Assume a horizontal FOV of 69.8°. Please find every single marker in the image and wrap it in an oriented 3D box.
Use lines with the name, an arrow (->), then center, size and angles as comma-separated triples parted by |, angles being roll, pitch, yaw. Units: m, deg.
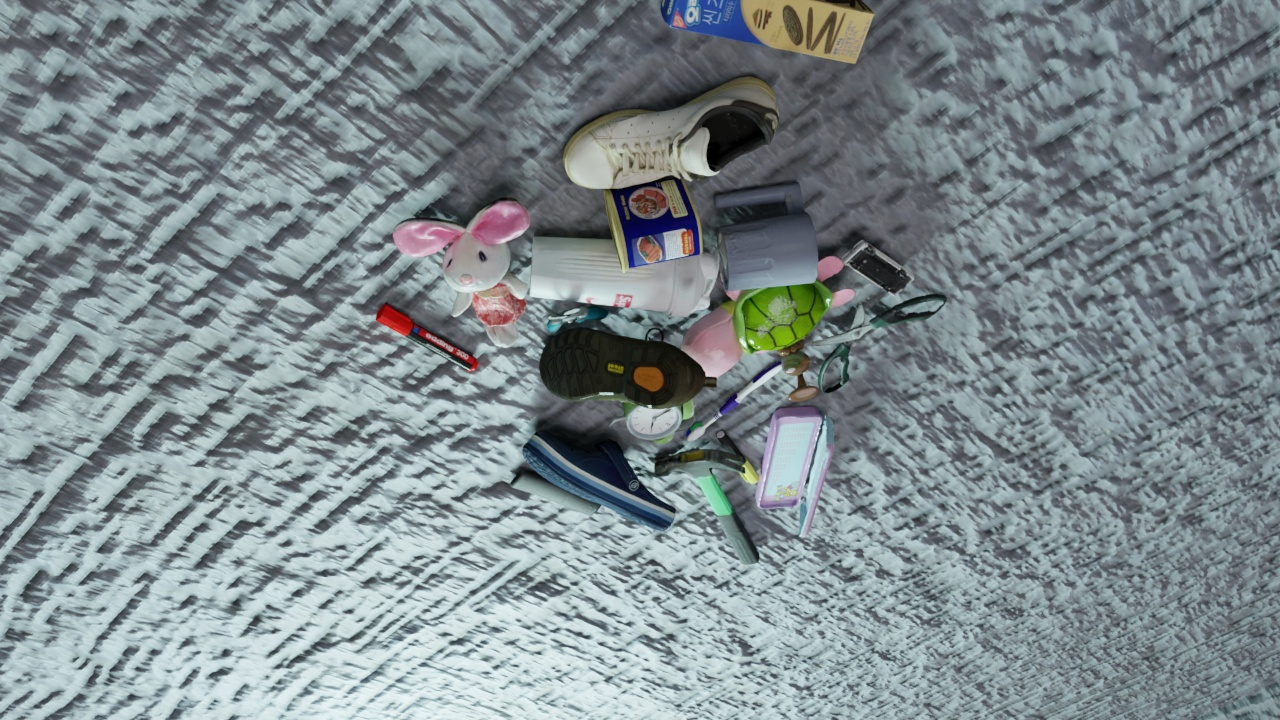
marker -> -0.269, -0.027, 1.170 | 0.145, 0.021, 0.023 | 33, 89, -32
marker -> 0.147, 0.149, 1.404 | 0.021, 0.017, 0.124 | -27, 129, 14

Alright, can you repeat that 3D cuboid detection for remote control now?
remote control -> -0.127, 0.204, 1.403 | 0.151, 0.020, 0.041 | 25, 122, -27

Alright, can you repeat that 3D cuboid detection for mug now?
mug -> 0.145, -0.145, 1.079 | 0.104, 0.124, 0.084 | -8, 169, -1

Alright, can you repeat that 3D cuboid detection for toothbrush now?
toothbrush -> 0.134, 0.059, 1.321 | 0.015, 0.016, 0.187 | 33, 117, -33

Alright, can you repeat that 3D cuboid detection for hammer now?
hammer -> 0.134, 0.240, 1.468 | 0.130, 0.032, 0.319 | -13, 136, 16

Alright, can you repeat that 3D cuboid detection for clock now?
clock -> 0.023, 0.073, 1.297 | 0.119, 0.042, 0.095 | 23, 125, -27

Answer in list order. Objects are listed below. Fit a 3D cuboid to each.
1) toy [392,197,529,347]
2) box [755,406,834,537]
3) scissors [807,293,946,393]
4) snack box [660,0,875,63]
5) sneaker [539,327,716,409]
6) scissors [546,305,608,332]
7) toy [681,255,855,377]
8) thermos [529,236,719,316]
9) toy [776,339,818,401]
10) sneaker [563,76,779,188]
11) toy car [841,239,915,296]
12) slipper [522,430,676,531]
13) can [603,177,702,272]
toy -> -0.187, -0.100, 1.075 | 0.159, 0.084, 0.194 | -7, 133, 7
box -> 0.239, 0.176, 1.394 | 0.089, 0.092, 0.215 | -3, 132, -8
scissors -> 0.317, -0.024, 1.265 | 0.201, 0.015, 0.202 | -13, 145, -11
snack box -> 0.127, -0.351, 0.922 | 0.206, 0.057, 0.056 | 6, 129, -15
sneaker -> -0.007, 0.007, 1.171 | 0.142, 0.238, 0.101 | 0, 97, -51
scissors -> -0.088, -0.052, 1.133 | 0.125, 0.019, 0.155 | -17, 176, 37
toy -> 0.158, -0.056, 1.175 | 0.238, 0.087, 0.190 | -24, 142, 5
thermos -> -0.022, -0.104, 1.102 | 0.220, 0.099, 0.100 | 4, 131, -7
toy -> 0.210, 0.006, 1.239 | 0.042, 0.101, 0.055 | -18, 115, 14
sneaker -> 0.037, -0.226, 0.988 | 0.242, 0.102, 0.089 | -18, 133, 7
toy car -> 0.302, -0.122, 1.171 | 0.113, 0.039, 0.039 | 25, 123, -35
slipper -> -0.054, 0.164, 1.337 | 0.252, 0.105, 0.095 | 31, 79, -16
can -> 0.014, -0.157, 1.040 | 0.092, 0.116, 0.057 | -11, 133, -3
